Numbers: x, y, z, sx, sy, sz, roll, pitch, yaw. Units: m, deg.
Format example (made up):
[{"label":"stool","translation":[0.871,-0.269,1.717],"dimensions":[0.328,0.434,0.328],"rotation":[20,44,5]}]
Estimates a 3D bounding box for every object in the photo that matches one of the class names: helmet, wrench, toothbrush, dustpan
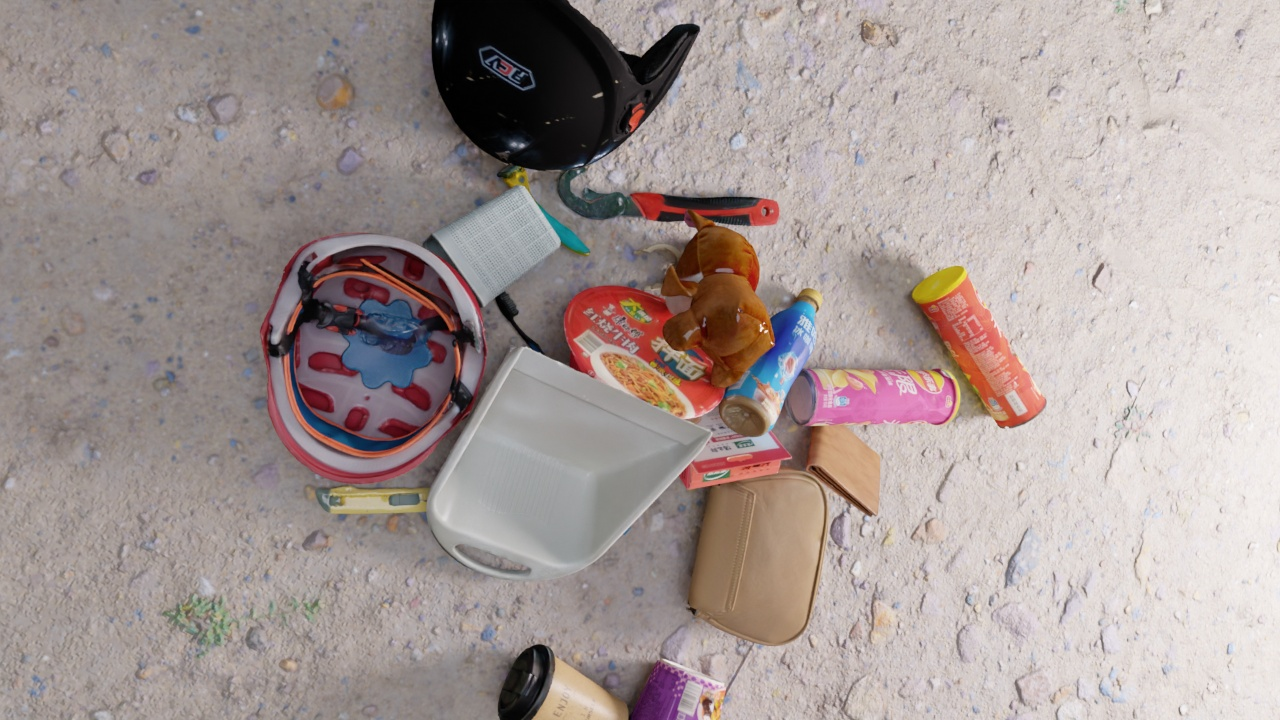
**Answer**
[{"label":"helmet","translation":[-0.092,-0.298,0.897],"dimensions":[0.233,0.274,0.230],"rotation":[36,107,-2]},{"label":"wrench","translation":[0.037,-0.182,1.068],"dimensions":[0.273,0.016,0.056],"rotation":[4,90,-17]},{"label":"helmet","translation":[-0.258,-0.011,0.915],"dimensions":[0.207,0.144,0.240],"rotation":[20,102,-9]},{"label":"toothbrush","translation":[-0.105,0.002,1.029],"dimensions":[0.016,0.014,0.189],"rotation":[-44,106,-38]},{"label":"dustpan","translation":[-0.096,0.132,0.938],"dimensions":[0.222,0.259,0.142],"rotation":[25,59,-21]}]

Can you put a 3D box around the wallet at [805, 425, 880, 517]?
[{"label":"wallet","translation":[0.249,0.123,1.113],"dimensions":[0.115,0.020,0.101],"rotation":[39,41,-17]}]

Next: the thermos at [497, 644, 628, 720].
[{"label":"thermos","translation":[-0.086,0.376,1.007],"dimensions":[0.143,0.093,0.093],"rotation":[35,81,-22]}]

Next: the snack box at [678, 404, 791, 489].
[{"label":"snack box","translation":[0.091,0.097,1.032],"dimensions":[0.113,0.127,0.044],"rotation":[-8,123,-17]}]

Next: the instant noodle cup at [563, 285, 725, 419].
[{"label":"instant noodle cup","translation":[-0.006,0.006,0.996],"dimensions":[0.193,0.193,0.066],"rotation":[20,129,-17]}]

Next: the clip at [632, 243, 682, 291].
[{"label":"clip","translation":[0.036,-0.124,1.060],"dimensions":[0.103,0.035,0.092],"rotation":[-40,104,-17]}]

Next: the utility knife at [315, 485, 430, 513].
[{"label":"utility knife","translation":[-0.247,0.148,0.989],"dimensions":[0.196,0.020,0.031],"rotation":[1,92,-23]}]

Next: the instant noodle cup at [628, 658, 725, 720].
[{"label":"instant noodle cup","translation":[0.043,0.400,1.042],"dimensions":[0.111,0.112,0.099],"rotation":[26,74,-17]}]

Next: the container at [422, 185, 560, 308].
[{"label":"container","translation":[-0.155,-0.122,0.971],"dimensions":[0.111,0.090,0.090],"rotation":[-38,102,-16]}]

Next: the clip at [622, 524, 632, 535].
[{"label":"clip","translation":[-0.010,0.173,1.061],"dimensions":[0.058,0.039,0.026],"rotation":[-43,101,-11]}]

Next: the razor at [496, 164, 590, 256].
[{"label":"razor","translation":[-0.103,-0.165,1.017],"dimensions":[0.132,0.028,0.043],"rotation":[48,46,-10]}]

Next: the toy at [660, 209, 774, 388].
[{"label":"toy","translation":[0.081,-0.069,0.995],"dimensions":[0.140,0.131,0.199],"rotation":[42,39,-39]}]

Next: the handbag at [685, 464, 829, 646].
[{"label":"handbag","translation":[0.136,0.221,1.070],"dimensions":[0.147,0.100,0.204],"rotation":[12,87,-10]}]

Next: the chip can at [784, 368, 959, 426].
[{"label":"chip can","translation":[0.281,0.045,1.111],"dimensions":[0.210,0.071,0.071],"rotation":[0,91,-23]}]

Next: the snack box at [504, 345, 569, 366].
[{"label":"snack box","translation":[-0.086,0.049,1.017],"dimensions":[0.156,0.027,0.085],"rotation":[20,94,-14]}]

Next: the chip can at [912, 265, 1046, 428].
[{"label":"chip can","translation":[0.433,-0.016,1.168],"dimensions":[0.073,0.073,0.216],"rotation":[-40,102,-13]}]

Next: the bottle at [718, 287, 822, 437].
[{"label":"bottle","translation":[0.159,-0.006,1.055],"dimensions":[0.065,0.065,0.218],"rotation":[46,51,-13]}]
